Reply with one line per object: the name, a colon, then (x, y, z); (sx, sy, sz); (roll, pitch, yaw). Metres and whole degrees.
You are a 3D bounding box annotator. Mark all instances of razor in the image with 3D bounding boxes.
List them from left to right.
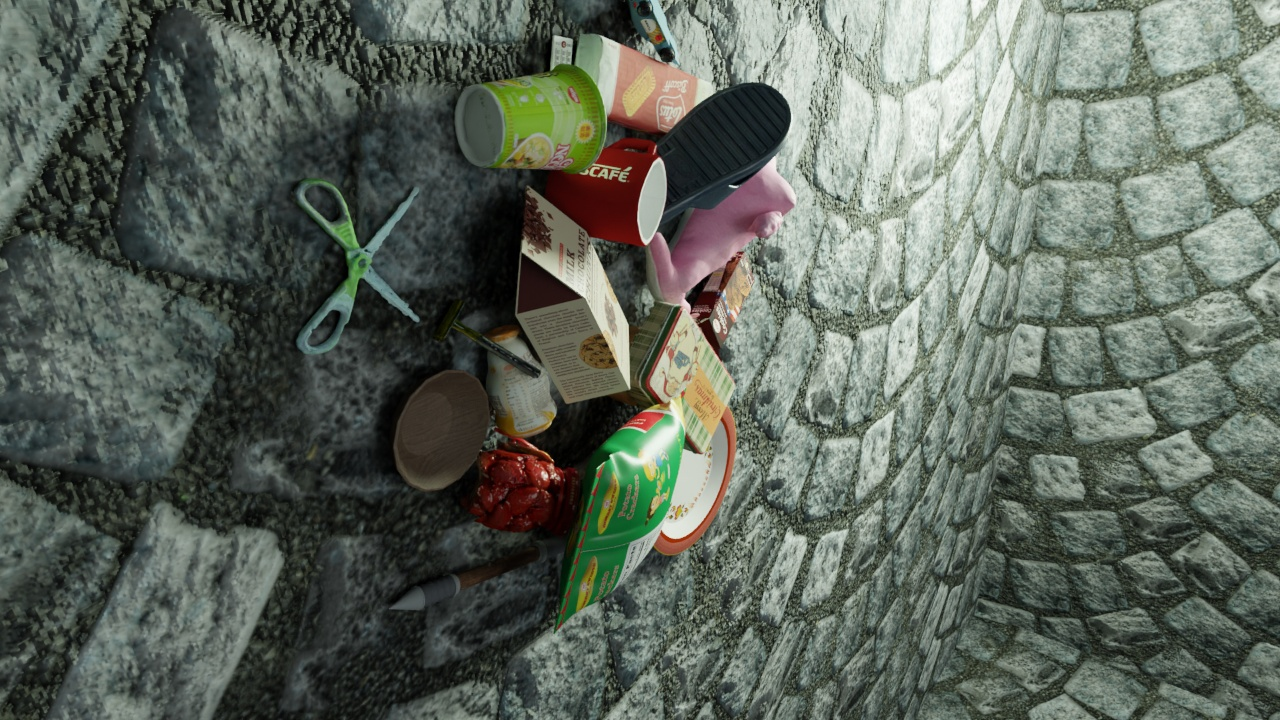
razor: (-0.139, -0.013, 0.862); (0.106, 0.026, 0.042); (33, 72, -21)

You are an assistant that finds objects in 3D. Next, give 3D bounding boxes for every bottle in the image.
bottle: (-0.123, 0.020, 0.910); (0.063, 0.063, 0.108); (-32, 115, -46)
bottle: (-0.123, 0.128, 0.932); (0.111, 0.099, 0.099); (12, 95, -15)

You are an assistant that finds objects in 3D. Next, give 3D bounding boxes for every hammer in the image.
hammer: (-0.139, 0.219, 0.999); (0.321, 0.043, 0.156); (-10, 112, -52)

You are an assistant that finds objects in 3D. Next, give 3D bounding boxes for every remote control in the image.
remote control: (-0.083, -0.251, 0.896); (0.028, 0.012, 0.124); (-15, 116, -53)

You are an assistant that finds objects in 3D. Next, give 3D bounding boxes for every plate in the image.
plate: (0.067, 0.161, 1.289); (0.229, 0.021, 0.230); (-28, 126, -48)

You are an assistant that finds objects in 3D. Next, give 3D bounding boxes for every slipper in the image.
slipper: (0.058, -0.203, 1.010); (0.263, 0.101, 0.083); (-36, 160, -11)

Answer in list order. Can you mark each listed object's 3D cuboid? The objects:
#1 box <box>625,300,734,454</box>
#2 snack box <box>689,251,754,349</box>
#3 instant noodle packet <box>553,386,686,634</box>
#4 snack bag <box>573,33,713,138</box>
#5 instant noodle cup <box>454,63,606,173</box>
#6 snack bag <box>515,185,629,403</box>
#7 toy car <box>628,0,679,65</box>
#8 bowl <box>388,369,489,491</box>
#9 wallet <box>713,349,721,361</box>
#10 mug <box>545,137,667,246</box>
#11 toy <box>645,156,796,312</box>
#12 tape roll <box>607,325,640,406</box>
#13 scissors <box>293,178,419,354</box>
box: (0.049, 0.025, 1.125); (0.117, 0.050, 0.205); (-60, 146, -18)
snack box: (0.107, -0.080, 1.203); (0.140, 0.032, 0.051); (-60, 138, -39)
instant noodle packet: (-0.017, 0.152, 0.993); (0.252, 0.090, 0.196); (-37, 145, -62)
snack bag: (0.006, -0.285, 0.990); (0.224, 0.041, 0.077); (-3, 104, -54)
instant noodle cup: (-0.102, -0.212, 0.820); (0.107, 0.099, 0.099); (-19, 120, -43)
snack bag: (-0.075, -0.063, 0.900); (0.206, 0.070, 0.094); (66, 16, -45)
toy car: (0.009, -0.356, 0.963); (0.108, 0.027, 0.060); (53, 26, -49)
bowl: (-0.192, 0.062, 0.854); (0.117, 0.030, 0.118); (-28, 126, -48)
wallet: (0.077, -0.008, 1.237); (0.091, 0.018, 0.116); (-52, 143, -31)
mug: (-0.028, -0.178, 0.919); (0.080, 0.097, 0.116); (75, 31, -56)
toy: (0.110, -0.165, 1.118); (0.265, 0.128, 0.187); (-51, 145, -21)
tape roll: (-0.007, 0.006, 1.107); (0.093, 0.027, 0.094); (-28, 126, -48)
scissors: (-0.232, -0.080, 0.754); (0.171, 0.021, 0.171); (-62, 143, -24)
